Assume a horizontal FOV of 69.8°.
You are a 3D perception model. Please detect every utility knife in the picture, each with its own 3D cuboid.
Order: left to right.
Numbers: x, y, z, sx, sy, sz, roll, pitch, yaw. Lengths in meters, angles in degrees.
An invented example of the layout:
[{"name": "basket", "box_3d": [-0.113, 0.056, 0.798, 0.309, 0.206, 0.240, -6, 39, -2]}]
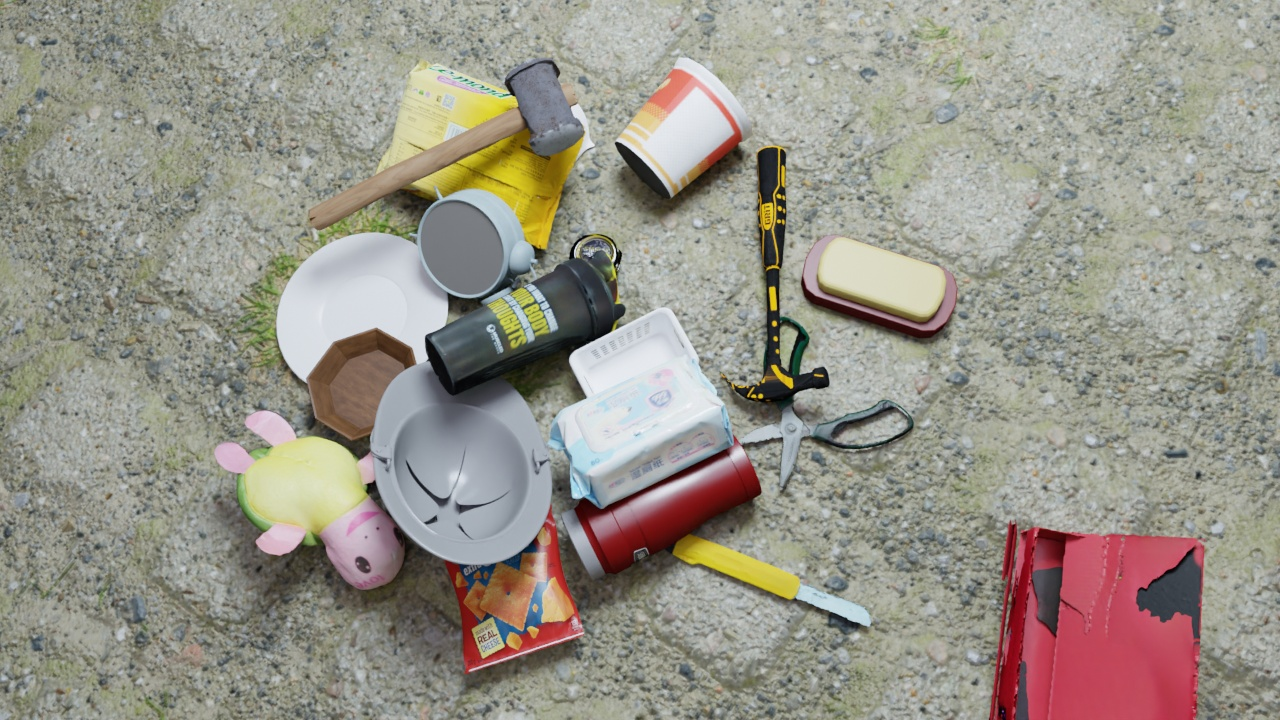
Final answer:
[{"name": "utility knife", "box_3d": [0.132, 0.229, 0.961, 0.225, 0.019, 0.030, 19, 80, 16]}]

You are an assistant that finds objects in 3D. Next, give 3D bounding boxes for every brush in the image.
[{"name": "brush", "box_3d": [0.270, -0.088, 1.040, 0.173, 0.042, 0.082, 19, 75, 11]}]

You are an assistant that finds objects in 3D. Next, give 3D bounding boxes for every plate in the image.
[{"name": "plate", "box_3d": [-0.331, -0.055, 1.097, 0.209, 0.015, 0.208, -2, 72, 5]}, {"name": "plate", "box_3d": [-0.309, 0.029, 1.041, 0.131, 0.025, 0.131, -1, 69, 3]}]

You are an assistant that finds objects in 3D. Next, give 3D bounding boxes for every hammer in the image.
[{"name": "hammer", "box_3d": [-0.221, -0.226, 1.017, 0.328, 0.052, 0.098, -24, 77, 6]}, {"name": "hammer", "box_3d": [0.149, -0.105, 1.053, 0.123, 0.036, 0.320, -10, 66, 27]}]

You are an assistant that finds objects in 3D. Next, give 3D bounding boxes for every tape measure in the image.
[{"name": "tape measure", "box_3d": [-0.053, -0.118, 1.083, 0.062, 0.034, 0.061, 11, 76, 8]}]

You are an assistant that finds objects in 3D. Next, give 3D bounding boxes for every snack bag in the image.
[{"name": "snack bag", "box_3d": [-0.193, -0.247, 1.090, 0.247, 0.068, 0.160, 24, 102, 13]}, {"name": "snack bag", "box_3d": [-0.138, 0.240, 0.970, 0.131, 0.039, 0.144, -18, 65, 0]}]

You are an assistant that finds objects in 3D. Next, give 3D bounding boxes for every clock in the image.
[{"name": "clock", "box_3d": [-0.187, -0.125, 1.058, 0.159, 0.045, 0.123, 40, 120, 5]}]

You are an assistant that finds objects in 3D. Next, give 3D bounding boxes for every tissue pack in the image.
[{"name": "tissue pack", "box_3d": [-0.003, 0.071, 0.943, 0.182, 0.070, 0.112, -24, 40, -6]}]

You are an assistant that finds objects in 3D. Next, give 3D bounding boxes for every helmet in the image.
[{"name": "helmet", "box_3d": [-0.198, 0.131, 0.975, 0.183, 0.118, 0.270, 4, 43, -22]}]

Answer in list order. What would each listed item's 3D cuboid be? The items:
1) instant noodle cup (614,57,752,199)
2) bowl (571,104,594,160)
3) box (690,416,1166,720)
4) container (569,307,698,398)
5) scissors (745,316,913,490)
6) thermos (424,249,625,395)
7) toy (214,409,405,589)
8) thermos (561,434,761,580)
[{"name": "instant noodle cup", "box_3d": [0.045, -0.267, 1.084, 0.121, 0.123, 0.123, -45, 74, -2]}, {"name": "bowl", "box_3d": [-0.124, -0.293, 1.138, 0.115, 0.051, 0.114, -2, 72, 5]}, {"name": "box", "box_3d": [0.284, 0.222, 0.841, 0.478, 0.171, 0.214, 25, 71, -27]}, {"name": "container", "box_3d": [-0.006, 0.006, 1.030, 0.129, 0.049, 0.080, -27, 72, -4]}, {"name": "scissors", "box_3d": [0.205, 0.052, 1.015, 0.204, 0.015, 0.201, 9, 72, 6]}, {"name": "thermos", "box_3d": [-0.122, -0.038, 1.008, 0.220, 0.098, 0.098, -27, 71, -22]}, {"name": "toy", "box_3d": [-0.348, 0.147, 0.990, 0.238, 0.088, 0.189, 37, 40, 4]}, {"name": "thermos", "box_3d": [0.016, 0.141, 0.966, 0.198, 0.084, 0.108, -26, 73, -6]}]
